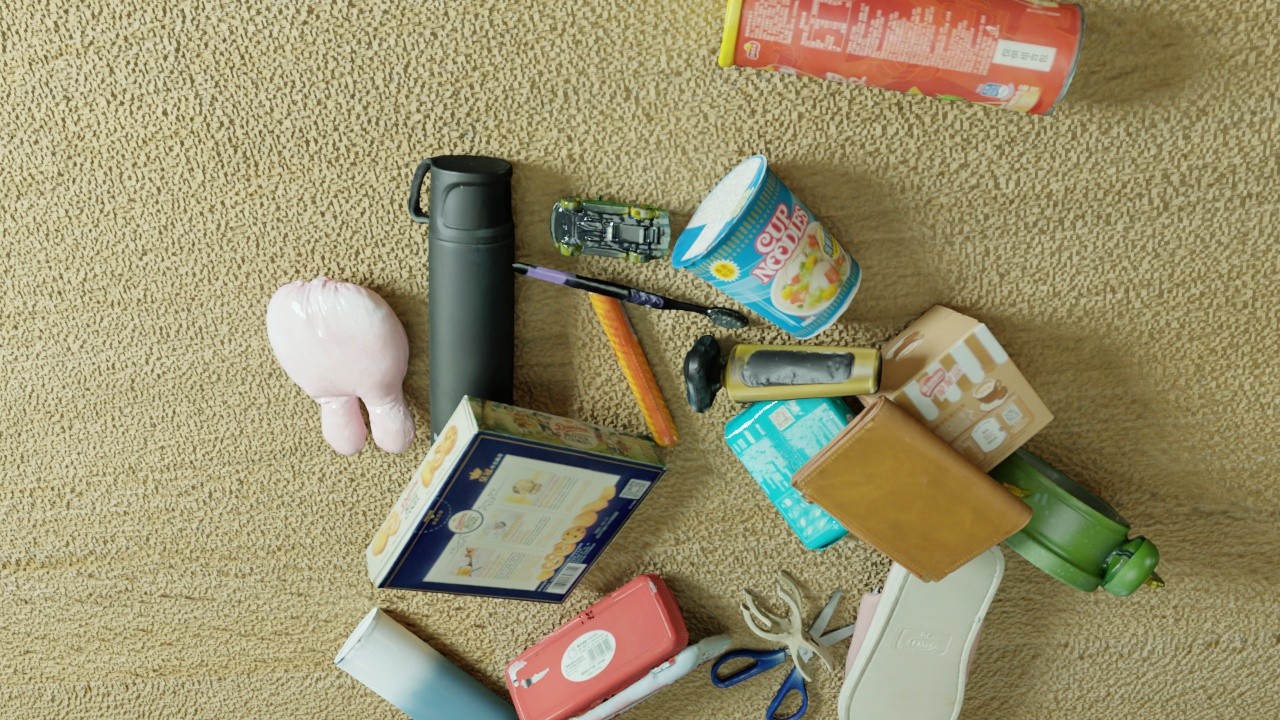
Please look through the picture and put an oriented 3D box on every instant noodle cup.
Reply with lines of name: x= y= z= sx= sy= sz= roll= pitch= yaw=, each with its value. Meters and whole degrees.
instant noodle cup: x=0.095 y=-0.074 z=0.652 sx=0.110 sy=0.099 sz=0.099 roll=35 pitch=115 yaw=-17

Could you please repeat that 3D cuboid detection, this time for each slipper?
slipper: x=0.237 y=0.239 z=0.789 sx=0.114 sy=0.054 sz=0.275 roll=5 pitch=120 yaw=-1

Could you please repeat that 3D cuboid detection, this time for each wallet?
wallet: x=0.181 y=0.100 z=0.644 sx=0.130 sy=0.035 sz=0.119 roll=37 pitch=130 yaw=-5

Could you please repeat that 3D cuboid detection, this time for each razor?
razor: x=0.099 y=0.008 z=0.666 sx=0.168 sy=0.067 sz=0.062 roll=-2 pitch=75 yaw=42

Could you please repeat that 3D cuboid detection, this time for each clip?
clip: x=0.120 y=0.241 z=0.816 sx=0.087 sy=0.034 sz=0.104 roll=-13 pitch=106 yaw=14

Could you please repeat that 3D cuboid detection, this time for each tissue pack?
tissue pack: x=0.134 y=0.074 z=0.717 sx=0.093 sy=0.050 sz=0.133 roll=-41 pitch=81 yaw=25

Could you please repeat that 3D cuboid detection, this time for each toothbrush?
toothbrush: x=-0.006 y=-0.048 z=0.698 sx=0.189 sy=0.016 sz=0.014 roll=13 pitch=118 yaw=-11

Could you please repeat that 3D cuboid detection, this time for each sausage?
sausage: x=-0.004 y=0.004 z=0.737 sx=0.021 sy=0.021 sz=0.165 roll=-18 pitch=110 yaw=16

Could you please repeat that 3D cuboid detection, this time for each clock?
clock: x=0.321 y=0.124 z=0.694 sx=0.161 sy=0.116 sz=0.056 roll=31 pitch=105 yaw=-3

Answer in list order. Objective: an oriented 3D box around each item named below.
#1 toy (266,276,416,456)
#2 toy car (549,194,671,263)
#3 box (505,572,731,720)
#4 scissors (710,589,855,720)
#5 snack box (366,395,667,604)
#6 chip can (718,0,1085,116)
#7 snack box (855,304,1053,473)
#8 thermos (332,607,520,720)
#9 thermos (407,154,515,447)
toy: x=-0.243 y=0.006 z=0.757 sx=0.121 sy=0.054 sz=0.159 roll=-3 pitch=114 yaw=18
toy car: x=-0.022 y=-0.099 z=0.684 sx=0.091 sy=0.036 sz=0.043 roll=6 pitch=117 yaw=5
box: x=-0.023 y=0.279 z=0.859 sx=0.201 sy=0.100 sz=0.095 roll=-38 pitch=64 yaw=23
scissors: x=0.138 y=0.275 z=0.848 sx=0.163 sy=0.012 sz=0.162 roll=2 pitch=113 yaw=7
snack box: x=-0.099 y=0.121 z=0.746 sx=0.182 sy=0.045 sz=0.178 roll=17 pitch=122 yaw=-35
chip can: x=0.161 y=-0.208 z=0.585 sx=0.216 sy=0.073 sz=0.073 roll=10 pitch=116 yaw=4
snack box: x=0.222 y=0.028 z=0.671 sx=0.093 sy=0.077 sz=0.094 roll=-40 pitch=104 yaw=5
thermos: x=-0.192 y=0.331 z=0.895 sx=0.220 sy=0.070 sz=0.070 roll=41 pitch=114 yaw=-11
thermos: x=-0.140 y=-0.037 z=0.722 sx=0.090 sy=0.068 sz=0.243 roll=19 pitch=118 yaw=30
